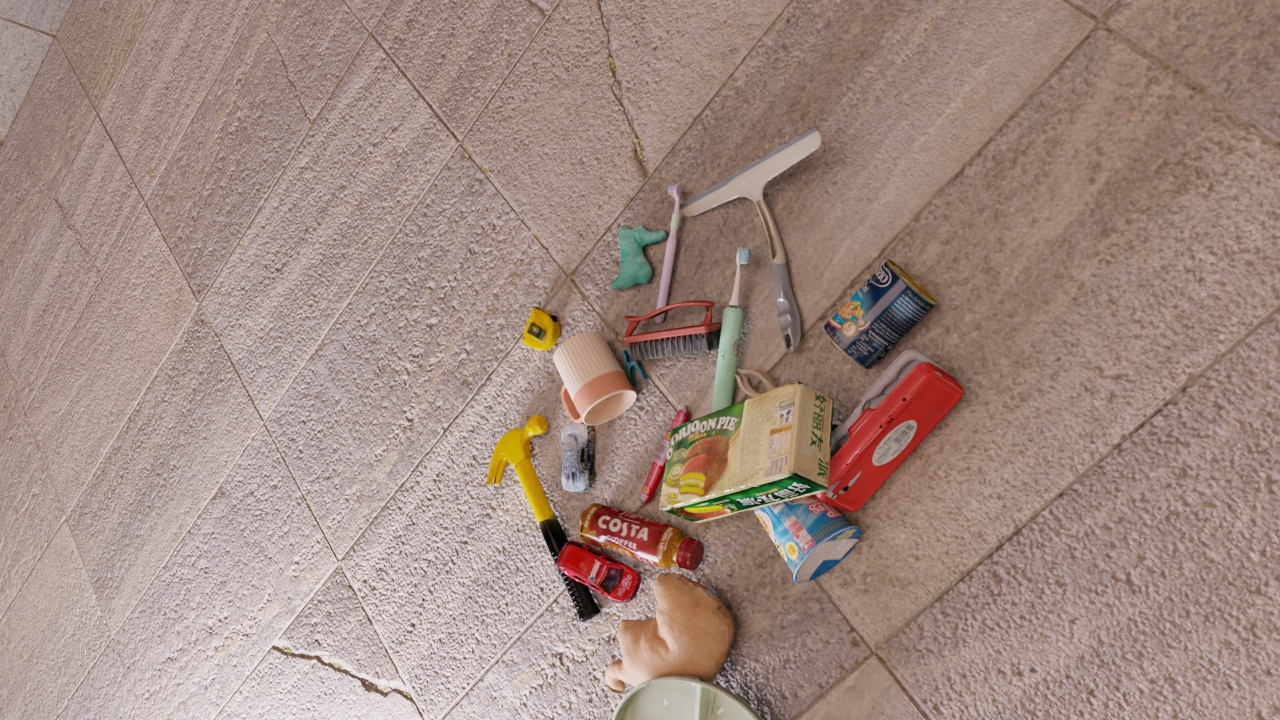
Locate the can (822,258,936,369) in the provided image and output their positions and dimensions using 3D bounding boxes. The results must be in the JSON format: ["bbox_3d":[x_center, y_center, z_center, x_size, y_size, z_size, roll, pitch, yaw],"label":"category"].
[{"bbox_3d":[0.276,-0.052,1.064,0.111,0.075,0.075,-49,63,20],"label":"can"}]

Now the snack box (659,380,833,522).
[{"bbox_3d":[0.121,0.114,1.089,0.241,0.063,0.114,-28,45,50],"label":"snack box"}]

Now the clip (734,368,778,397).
[{"bbox_3d":[0.162,0.044,1.156,0.098,0.034,0.064,38,104,21],"label":"clip"}]

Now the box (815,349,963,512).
[{"bbox_3d":[0.276,0.082,1.054,0.202,0.090,0.068,-53,33,17],"label":"box"}]

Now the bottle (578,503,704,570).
[{"bbox_3d":[0.001,0.238,1.225,0.175,0.057,0.057,10,91,33],"label":"bottle"}]

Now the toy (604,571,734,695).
[{"bbox_3d":[0.030,0.382,1.186,0.143,0.082,0.226,47,115,27],"label":"toy"}]

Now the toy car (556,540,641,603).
[{"bbox_3d":[-0.058,0.287,1.249,0.120,0.045,0.053,22,80,14],"label":"toy car"}]

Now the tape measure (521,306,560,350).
[{"bbox_3d":[-0.149,-0.044,1.365,0.057,0.028,0.060,28,101,31],"label":"tape measure"}]

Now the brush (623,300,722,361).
[{"bbox_3d":[0.040,-0.040,1.223,0.146,0.063,0.069,-8,93,34],"label":"brush"}]

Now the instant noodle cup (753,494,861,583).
[{"bbox_3d":[0.189,0.191,1.092,0.099,0.099,0.110,-51,55,18],"label":"instant noodle cup"}]

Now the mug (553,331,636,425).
[{"bbox_3d":[-0.073,0.033,1.283,0.115,0.081,0.106,-49,59,38],"label":"mug"}]

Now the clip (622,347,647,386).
[{"bbox_3d":[-0.009,0.007,1.279,0.041,0.014,0.056,-28,73,27],"label":"clip"}]

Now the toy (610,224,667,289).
[{"bbox_3d":[-0.004,-0.149,1.282,0.097,0.030,0.092,-10,82,26],"label":"toy"}]

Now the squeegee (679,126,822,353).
[{"bbox_3d":[0.170,-0.128,1.162,0.247,0.039,0.246,-23,78,47],"label":"squeegee"}]

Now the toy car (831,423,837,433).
[{"bbox_3d":[0.208,0.075,1.103,0.035,0.042,0.090,-40,85,19],"label":"toy car"}]

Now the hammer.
[{"bbox_3d":[-0.135,0.233,1.328,0.129,0.032,0.300,-38,67,25],"label":"hammer"}]

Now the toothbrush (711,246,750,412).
[{"bbox_3d":[0.117,-0.034,1.180,0.027,0.026,0.224,11,98,37],"label":"toothbrush"}]

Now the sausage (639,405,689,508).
[{"bbox_3d":[0.031,0.130,1.238,0.020,0.020,0.156,30,102,31],"label":"sausage"}]

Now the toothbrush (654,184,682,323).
[{"bbox_3d":[0.037,-0.144,1.251,0.021,0.029,0.189,7,97,-4],"label":"toothbrush"}]

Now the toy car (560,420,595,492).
[{"bbox_3d":[-0.091,0.136,1.310,0.049,0.031,0.105,-5,82,31],"label":"toy car"}]

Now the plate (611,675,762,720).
[{"bbox_3d":[0.070,0.490,1.136,0.230,0.027,0.230,7,108,24],"label":"plate"}]
